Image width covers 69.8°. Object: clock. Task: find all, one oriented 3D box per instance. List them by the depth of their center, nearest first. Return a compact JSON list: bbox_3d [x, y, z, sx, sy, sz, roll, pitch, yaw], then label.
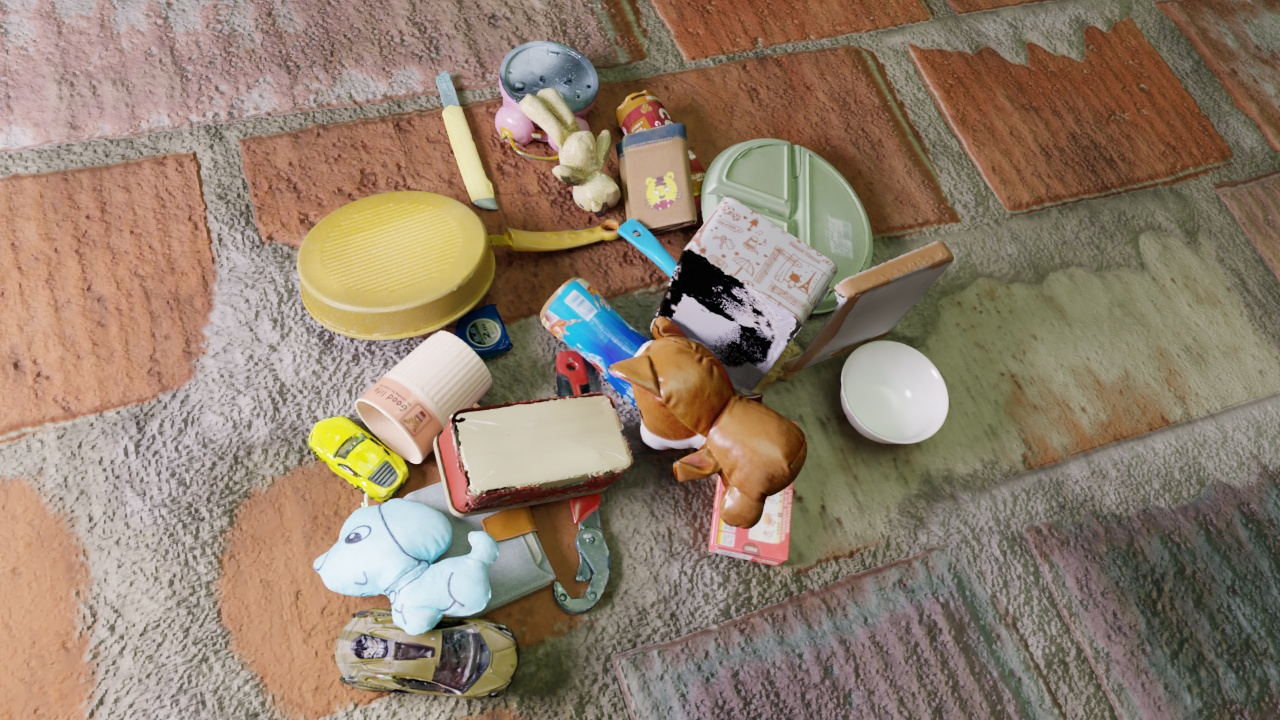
[{"bbox_3d":[-0.113,-0.302,1.088,0.117,0.060,0.158,8,61,-8],"label":"clock"}]

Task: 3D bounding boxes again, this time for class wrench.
[{"bbox_3d":[-0.062,0.113,0.913,0.056,0.016,0.273,4,63,-15],"label":"wrench"}]

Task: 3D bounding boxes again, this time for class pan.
[{"bbox_3d":[-0.179,-0.116,0.974,0.356,0.078,0.197,-21,50,-18],"label":"pan"}]

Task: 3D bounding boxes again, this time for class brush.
[{"bbox_3d":[0.071,-0.064,1.006,0.254,0.046,0.083,45,68,6],"label":"brush"}]

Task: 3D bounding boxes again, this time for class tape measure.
[{"bbox_3d":[-0.166,-0.027,0.958,0.054,0.025,0.058,-19,65,-17],"label":"tape measure"}]

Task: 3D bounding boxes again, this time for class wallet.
[{"bbox_3d":[-0.149,0.166,0.858,0.106,0.037,0.129,-20,69,-19],"label":"wallet"},{"bbox_3d":[0.017,-0.203,1.040,0.090,0.033,0.115,-10,85,27],"label":"wallet"}]

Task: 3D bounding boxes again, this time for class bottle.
[{"bbox_3d":[-0.006,0.006,0.948,0.218,0.065,0.065,42,63,4],"label":"bottle"},{"bbox_3d":[0.034,-0.237,1.084,0.057,0.058,0.175,-22,70,-21],"label":"bottle"}]

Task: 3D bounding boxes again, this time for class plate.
[{"bbox_3d":[0.176,-0.163,1.063,0.230,0.028,0.229,10,65,-21],"label":"plate"}]

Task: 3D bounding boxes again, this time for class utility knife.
[{"bbox_3d":[-0.207,-0.260,1.070,0.031,0.021,0.204,-13,74,-20],"label":"utility knife"}]

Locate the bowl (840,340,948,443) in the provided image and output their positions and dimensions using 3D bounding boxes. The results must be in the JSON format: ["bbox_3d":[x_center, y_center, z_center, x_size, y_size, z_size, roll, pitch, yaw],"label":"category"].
[{"bbox_3d":[0.260,0.045,0.983,0.118,0.065,0.118,4,63,-8],"label":"bowl"}]

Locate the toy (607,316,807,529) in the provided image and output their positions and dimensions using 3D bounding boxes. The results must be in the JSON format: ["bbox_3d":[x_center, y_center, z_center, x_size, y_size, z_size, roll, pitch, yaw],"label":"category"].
[{"bbox_3d":[0.059,0.055,0.870,0.199,0.131,0.139,47,29,-6],"label":"toy"}]

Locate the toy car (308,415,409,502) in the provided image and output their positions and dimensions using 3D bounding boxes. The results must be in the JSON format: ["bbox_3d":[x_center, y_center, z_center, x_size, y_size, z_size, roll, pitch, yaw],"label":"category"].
[{"bbox_3d":[-0.270,0.090,0.875,0.105,0.032,0.048,35,63,9],"label":"toy car"}]

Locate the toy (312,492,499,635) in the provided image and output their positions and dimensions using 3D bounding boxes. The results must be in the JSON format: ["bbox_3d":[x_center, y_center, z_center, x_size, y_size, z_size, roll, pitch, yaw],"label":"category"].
[{"bbox_3d":[-0.207,0.173,0.808,0.161,0.050,0.156,-22,48,-7],"label":"toy"}]

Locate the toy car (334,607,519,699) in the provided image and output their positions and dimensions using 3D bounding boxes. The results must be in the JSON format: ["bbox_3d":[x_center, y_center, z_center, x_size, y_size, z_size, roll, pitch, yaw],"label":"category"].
[{"bbox_3d":[-0.183,0.252,0.789,0.158,0.042,0.070,2,71,4],"label":"toy car"}]

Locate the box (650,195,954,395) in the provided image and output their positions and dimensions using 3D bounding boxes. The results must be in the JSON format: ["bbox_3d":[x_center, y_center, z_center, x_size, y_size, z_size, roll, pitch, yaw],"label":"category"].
[{"bbox_3d":[0.152,-0.053,0.899,0.270,0.180,0.134,7,64,-7],"label":"box"}]

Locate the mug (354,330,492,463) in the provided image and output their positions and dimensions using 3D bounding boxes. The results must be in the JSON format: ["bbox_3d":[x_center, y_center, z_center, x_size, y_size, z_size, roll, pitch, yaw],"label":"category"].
[{"bbox_3d":[-0.196,0.044,0.888,0.114,0.082,0.105,43,62,-3],"label":"mug"}]

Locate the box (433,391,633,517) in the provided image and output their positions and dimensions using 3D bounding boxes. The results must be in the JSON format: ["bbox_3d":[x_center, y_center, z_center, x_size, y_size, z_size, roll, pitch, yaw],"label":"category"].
[{"bbox_3d":[-0.094,0.084,0.848,0.168,0.076,0.091,-6,67,-31],"label":"box"}]

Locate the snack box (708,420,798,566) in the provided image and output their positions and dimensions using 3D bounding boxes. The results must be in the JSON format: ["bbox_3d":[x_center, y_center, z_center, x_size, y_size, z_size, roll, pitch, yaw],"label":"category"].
[{"bbox_3d":[0.117,0.127,0.935,0.075,0.026,0.152,12,62,-5],"label":"snack box"}]

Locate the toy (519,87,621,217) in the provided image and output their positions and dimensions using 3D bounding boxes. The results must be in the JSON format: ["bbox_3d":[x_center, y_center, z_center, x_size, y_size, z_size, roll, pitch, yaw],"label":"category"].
[{"bbox_3d":[-0.078,-0.234,1.033,0.157,0.066,0.104,56,41,-13],"label":"toy"}]
